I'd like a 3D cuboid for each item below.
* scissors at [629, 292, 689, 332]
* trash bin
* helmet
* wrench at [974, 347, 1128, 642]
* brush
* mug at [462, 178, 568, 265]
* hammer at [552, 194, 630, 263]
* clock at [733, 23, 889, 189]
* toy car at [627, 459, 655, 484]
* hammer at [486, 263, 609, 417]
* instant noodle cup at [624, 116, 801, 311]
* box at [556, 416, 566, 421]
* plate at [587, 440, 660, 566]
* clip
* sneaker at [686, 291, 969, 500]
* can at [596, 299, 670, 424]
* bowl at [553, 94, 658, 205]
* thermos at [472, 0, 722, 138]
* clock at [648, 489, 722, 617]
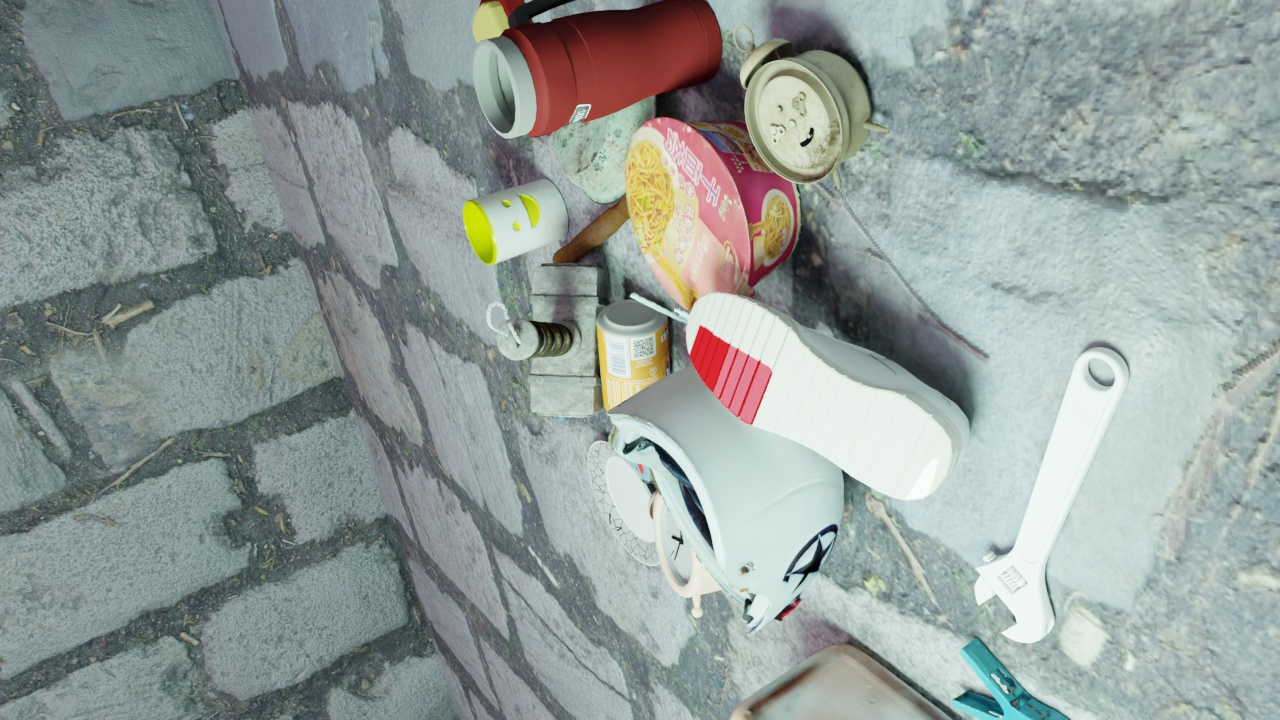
[{"bbox_3d":[0.066,-0.025,0.871,0.170,0.013,0.173,23,178,-5],"label":"scissors"},{"bbox_3d":[0.218,0.412,0.855,0.260,0.181,0.157,32,136,49],"label":"trash bin"},{"bbox_3d":[0.095,0.110,0.849,0.236,0.163,0.264,52,169,31],"label":"helmet"},{"bbox_3d":[0.291,0.104,0.654,0.066,0.018,0.274,40,142,40],"label":"wrench"},{"bbox_3d":[-0.145,-0.342,1.056,0.082,0.041,0.173,-20,93,63],"label":"brush"},{"bbox_3d":[-0.155,-0.173,1.138,0.082,0.106,0.083,41,144,39],"label":"mug"},{"bbox_3d":[-0.035,-0.156,1.020,0.115,0.033,0.324,65,154,-1],"label":"hammer"},{"bbox_3d":[0.117,-0.199,0.686,0.141,0.054,0.093,53,151,10],"label":"clock"},{"bbox_3d":[-0.006,0.110,1.139,0.107,0.027,0.060,-113,15,-57],"label":"toy car"},{"bbox_3d":[-0.098,-0.021,0.961,0.326,0.079,0.177,-8,-81,-82],"label":"hammer"},{"bbox_3d":[0.067,-0.133,0.804,0.178,0.077,0.179,44,146,39],"label":"instant noodle cup"},{"bbox_3d":[-0.127,0.022,1.260,0.209,0.021,0.125,133,120,-80],"label":"box"},{"bbox_3d":[-0.016,0.196,1.278,0.188,0.016,0.189,41,144,40],"label":"plate"},{"bbox_3d":[0.312,0.284,0.752,0.120,0.027,0.104,38,144,44],"label":"clip"},{"bbox_3d":[0.151,0.016,0.730,0.237,0.104,0.090,30,115,27],"label":"sneaker"},{"bbox_3d":[-0.006,0.006,1.042,0.079,0.079,0.143,37,141,44],"label":"can"},{"bbox_3d":[-0.043,-0.234,0.900,0.158,0.038,0.157,-3,87,56],"label":"bowl"},{"bbox_3d":[-0.037,-0.257,0.758,0.084,0.198,0.108,-12,100,63],"label":"thermos"},{"bbox_3d":[0.070,0.205,1.084,0.160,0.086,0.131,65,155,24],"label":"clock"}]
